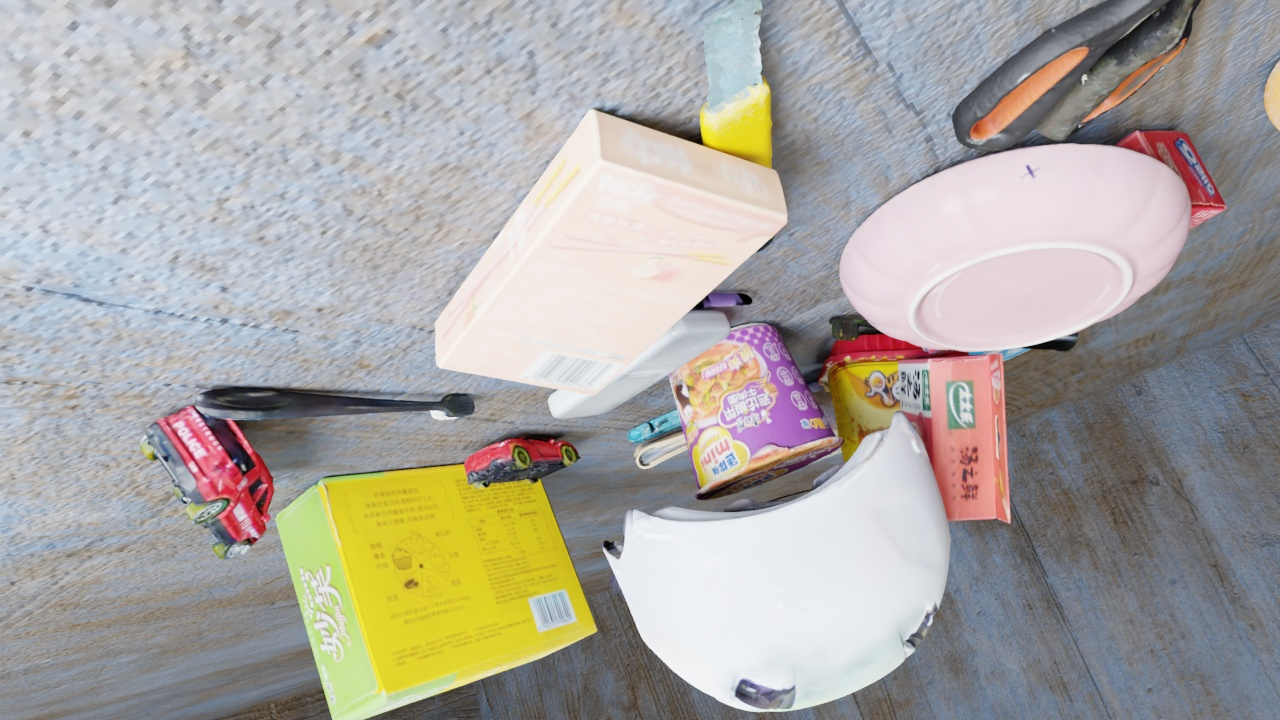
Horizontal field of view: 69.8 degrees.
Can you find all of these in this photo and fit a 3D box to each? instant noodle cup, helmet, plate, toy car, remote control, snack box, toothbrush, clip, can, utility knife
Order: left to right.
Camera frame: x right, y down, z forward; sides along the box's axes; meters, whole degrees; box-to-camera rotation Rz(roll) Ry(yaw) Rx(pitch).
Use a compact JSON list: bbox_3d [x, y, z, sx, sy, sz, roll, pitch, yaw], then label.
[{"bbox_3d":[-0.215,0.063,0.470,0.045,0.053,0.121,-33,167,-28],"label":"toy car"},{"bbox_3d":[-0.154,0.025,0.490,0.018,0.015,0.180,-19,167,28],"label":"toothbrush"},{"bbox_3d":[-0.147,0.162,0.691,0.070,0.157,0.209,-36,158,33],"label":"snack box"},{"bbox_3d":[-0.089,0.077,0.710,0.049,0.031,0.106,-27,162,26],"label":"toy car"},{"bbox_3d":[-0.020,-0.035,0.386,0.084,0.026,0.158,11,147,-30],"label":"snack box"},{"bbox_3d":[-0.004,0.003,0.593,0.055,0.020,0.136,-3,157,-45],"label":"remote control"},{"bbox_3d":[0.002,-0.034,0.492,0.188,0.014,0.017,-4,146,-45],"label":"toothbrush"},{"bbox_3d":[0.015,0.059,0.812,0.056,0.014,0.040,-24,164,5],"label":"clip"},{"bbox_3d":[0.041,-0.084,0.367,0.033,0.015,0.207,-20,164,2],"label":"utility knife"},{"bbox_3d":[0.074,0.034,0.645,0.111,0.099,0.112,-17,164,-5],"label":"instant noodle cup"},{"bbox_3d":[0.102,0.149,0.611,0.229,0.145,0.259,-18,164,-8],"label":"helmet"},{"bbox_3d":[0.214,0.048,0.772,0.116,0.123,0.116,-3,167,5],"label":"instant noodle cup"},{"bbox_3d":[0.220,0.053,0.657,0.044,0.113,0.127,-3,179,4],"label":"snack box"},{"bbox_3d":[0.245,-0.023,0.718,0.212,0.027,0.026,1,166,-16],"label":"toothbrush"},{"bbox_3d":[0.215,-0.049,0.534,0.192,0.039,0.193,0,153,0],"label":"plate"},{"bbox_3d":[0.270,-0.071,0.614,0.057,0.058,0.208,-7,160,-32],"label":"snack box"},{"bbox_3d":[0.413,-0.149,0.530,0.145,0.058,0.058,-6,159,-42],"label":"can"}]

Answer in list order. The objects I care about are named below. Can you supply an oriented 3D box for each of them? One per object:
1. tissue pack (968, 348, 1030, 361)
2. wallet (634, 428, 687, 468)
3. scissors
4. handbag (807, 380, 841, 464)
[{"bbox_3d":[0.330,-0.034,0.820,0.095,0.052,0.157,-27,163,22],"label":"tissue pack"},{"bbox_3d":[0.036,0.073,0.829,0.087,0.024,0.115,-25,176,-2],"label":"wallet"},{"bbox_3d":[0.203,-0.146,0.350,0.162,0.021,0.234,-20,165,2],"label":"scissors"},{"bbox_3d":[0.176,0.060,0.902,0.194,0.075,0.134,-21,164,-1],"label":"handbag"}]
